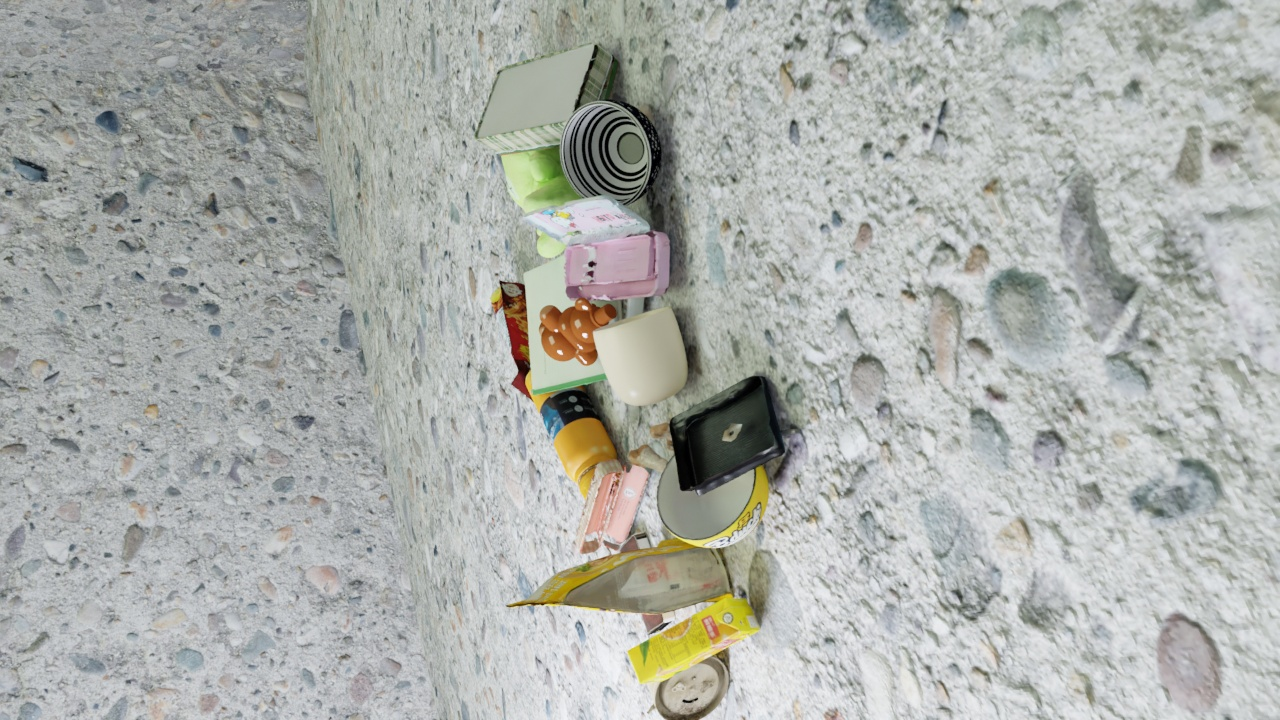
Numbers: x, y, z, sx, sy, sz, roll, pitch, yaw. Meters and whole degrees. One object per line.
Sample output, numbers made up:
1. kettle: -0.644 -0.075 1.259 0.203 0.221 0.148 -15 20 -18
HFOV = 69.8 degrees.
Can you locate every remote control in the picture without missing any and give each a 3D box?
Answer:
1. remote control: -0.009 -0.099 1.125 0.049 0.024 0.143 -138 50 -59

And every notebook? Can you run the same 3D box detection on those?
1. notebook: -0.093 -0.054 1.224 0.253 0.010 0.182 -13 80 56

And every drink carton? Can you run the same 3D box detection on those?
1. drink carton: 0.058 0.305 0.997 0.135 0.058 0.043 -33 63 17

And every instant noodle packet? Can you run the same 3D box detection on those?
1. instant noodle packet: -0.031 0.259 1.062 0.163 0.221 0.084 -27 70 62

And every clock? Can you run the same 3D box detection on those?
1. clock: 0.054 0.355 1.074 0.054 0.092 0.141 -138 53 -62

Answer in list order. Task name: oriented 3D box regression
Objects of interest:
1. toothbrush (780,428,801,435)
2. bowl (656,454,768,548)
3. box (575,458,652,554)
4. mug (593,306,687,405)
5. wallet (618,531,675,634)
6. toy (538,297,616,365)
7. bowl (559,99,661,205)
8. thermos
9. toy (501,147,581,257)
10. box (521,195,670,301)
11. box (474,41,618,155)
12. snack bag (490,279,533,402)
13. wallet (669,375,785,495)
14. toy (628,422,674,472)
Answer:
1. toothbrush: 0.115 0.080 0.942 0.168 0.012 0.013 161 107 -64
2. bowl: 0.082 0.140 0.943 0.117 0.067 0.117 -21 50 27
3. box: -0.038 0.197 1.227 0.187 0.082 0.041 106 147 -44
4. mug: 0.002 0.000 1.059 0.120 0.096 0.100 -168 59 -78
5. wallet: 0.006 0.298 1.227 0.123 0.019 0.072 69 152 24
6. toy: -0.075 -0.042 1.135 0.095 0.065 0.128 47 134 -16
7. bowl: -0.025 -0.240 1.053 0.120 0.066 0.120 13 116 27
8. thermos: -0.088 0.104 1.307 0.232 0.076 0.091 59 -177 38
9. toy: -0.131 -0.242 1.260 0.150 0.107 0.196 77 177 -54
10. box: -0.046 -0.136 1.084 0.202 0.077 0.146 3 124 55
11. box: -0.120 -0.326 1.156 0.206 0.051 0.117 4 72 44
12. snack bag: -0.189 -0.017 1.454 0.139 0.067 0.207 60 -167 -58
13. wallet: 0.086 0.076 0.911 0.115 0.026 0.089 -30 48 27
14. toy: 0.054 0.114 1.028 0.106 0.085 0.074 48 121 19
